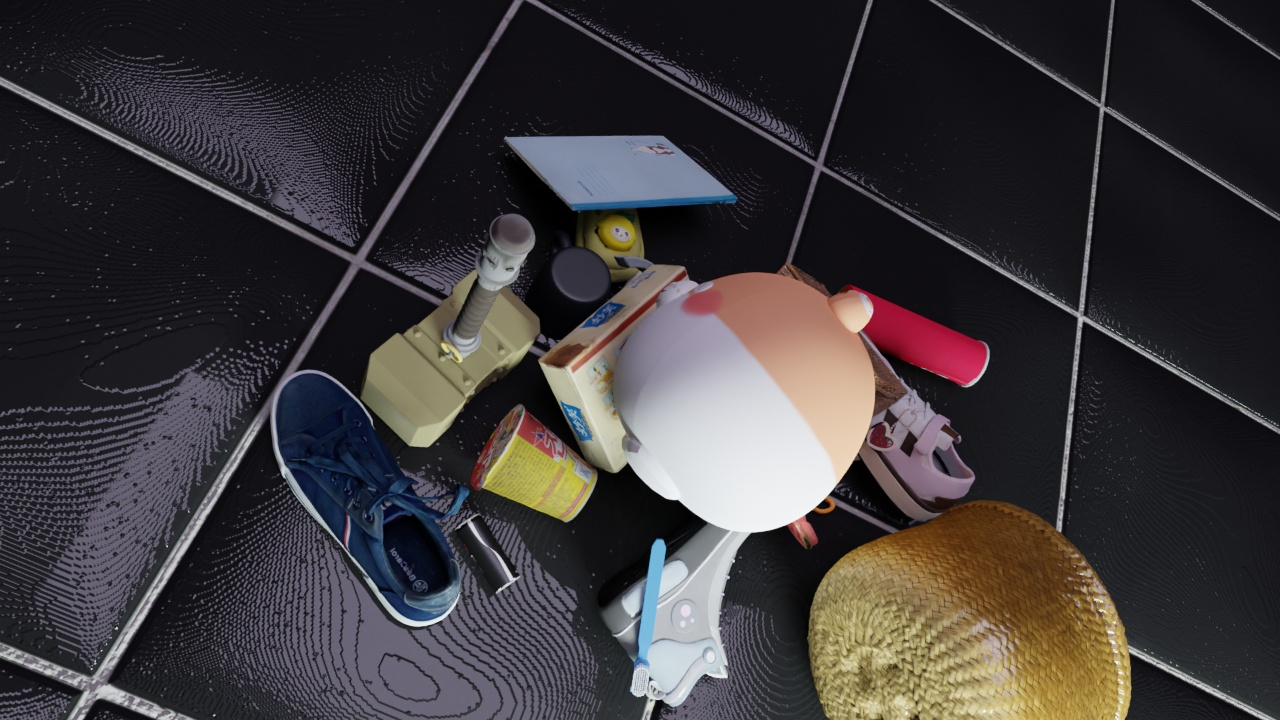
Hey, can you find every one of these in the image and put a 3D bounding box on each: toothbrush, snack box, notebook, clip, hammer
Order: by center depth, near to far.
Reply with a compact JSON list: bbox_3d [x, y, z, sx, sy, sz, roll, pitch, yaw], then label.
[{"bbox_3d":[-0.163,-0.049,0.905,0.100,0.326,0.189,44,58,0],"label":"hammer"},{"bbox_3d":[0.008,0.261,0.928,0.016,0.014,0.167,7,99,-3],"label":"toothbrush"},{"bbox_3d":[-0.006,0.006,1.062,0.206,0.055,0.153,-42,125,-31],"label":"snack box"},{"bbox_3d":[-0.002,-0.034,1.120,0.168,0.031,0.164,39,74,-39],"label":"clip"},{"bbox_3d":[-0.022,-0.243,1.169,0.252,0.009,0.181,-10,44,-35],"label":"notebook"}]

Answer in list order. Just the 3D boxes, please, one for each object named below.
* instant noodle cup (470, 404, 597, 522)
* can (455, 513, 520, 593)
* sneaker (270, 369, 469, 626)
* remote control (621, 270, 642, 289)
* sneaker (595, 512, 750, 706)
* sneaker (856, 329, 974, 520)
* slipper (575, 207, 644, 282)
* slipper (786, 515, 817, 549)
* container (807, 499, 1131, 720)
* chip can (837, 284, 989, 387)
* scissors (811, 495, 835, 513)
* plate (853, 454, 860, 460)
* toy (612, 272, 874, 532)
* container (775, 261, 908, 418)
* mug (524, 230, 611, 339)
[{"bbox_3d":[-0.111,0.117,0.997,0.112,0.101,0.100,32,59,-17],"label":"instant noodle cup"},{"bbox_3d":[-0.161,0.203,0.968,0.031,0.032,0.080,-31,82,-31],"label":"can"},{"bbox_3d":[-0.265,0.121,0.908,0.120,0.127,0.294,-31,80,-29],"label":"sneaker"},{"bbox_3d":[-0.020,-0.055,1.155,0.045,0.008,0.146,35,59,-5],"label":"remote control"},{"bbox_3d":[0.081,0.257,1.023,0.256,0.093,0.160,-31,91,-32],"label":"sneaker"},{"bbox_3d":[0.315,0.055,1.148,0.111,0.117,0.293,-19,75,-35],"label":"sneaker"},{"bbox_3d":[-0.032,-0.192,1.170,0.091,0.082,0.190,7,63,-23],"label":"slipper"},{"bbox_3d":[0.165,0.103,1.100,0.059,0.103,0.248,-22,68,1],"label":"slipper"},{"bbox_3d":[0.326,0.317,0.968,0.196,0.308,0.306,-12,73,-31],"label":"container"},{"bbox_3d":[0.371,-0.034,1.276,0.220,0.069,0.069,21,61,-13],"label":"chip can"},{"bbox_3d":[0.201,0.140,1.161,0.125,0.011,0.130,38,57,-4],"label":"scissors"},{"bbox_3d":[0.278,0.079,1.207,0.104,0.026,0.104,12,61,-23],"label":"plate"},{"bbox_3d":[0.108,0.030,0.941,0.280,0.263,0.265,-40,92,-5],"label":"toy"},{"bbox_3d":[0.208,-0.006,1.105,0.113,0.113,0.198,17,36,-56],"label":"container"},{"bbox_3d":[-0.088,-0.098,1.094,0.085,0.095,0.121,-3,69,-25],"label":"mug"}]
